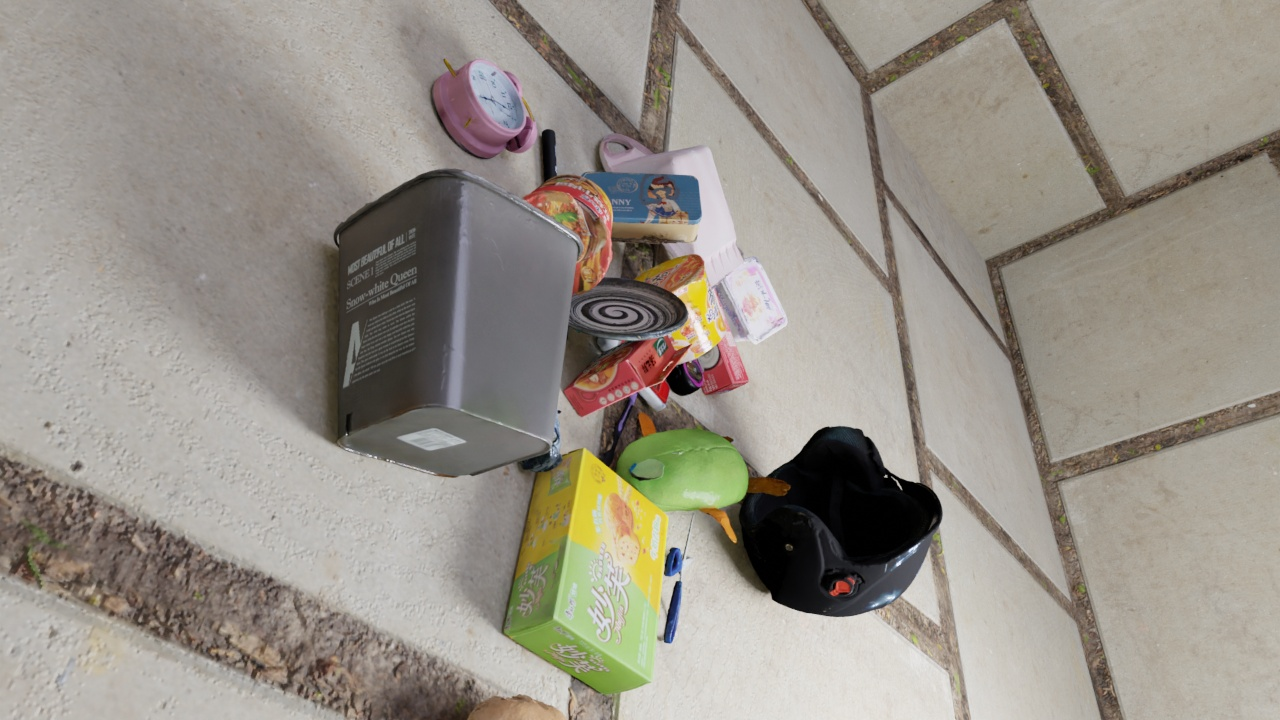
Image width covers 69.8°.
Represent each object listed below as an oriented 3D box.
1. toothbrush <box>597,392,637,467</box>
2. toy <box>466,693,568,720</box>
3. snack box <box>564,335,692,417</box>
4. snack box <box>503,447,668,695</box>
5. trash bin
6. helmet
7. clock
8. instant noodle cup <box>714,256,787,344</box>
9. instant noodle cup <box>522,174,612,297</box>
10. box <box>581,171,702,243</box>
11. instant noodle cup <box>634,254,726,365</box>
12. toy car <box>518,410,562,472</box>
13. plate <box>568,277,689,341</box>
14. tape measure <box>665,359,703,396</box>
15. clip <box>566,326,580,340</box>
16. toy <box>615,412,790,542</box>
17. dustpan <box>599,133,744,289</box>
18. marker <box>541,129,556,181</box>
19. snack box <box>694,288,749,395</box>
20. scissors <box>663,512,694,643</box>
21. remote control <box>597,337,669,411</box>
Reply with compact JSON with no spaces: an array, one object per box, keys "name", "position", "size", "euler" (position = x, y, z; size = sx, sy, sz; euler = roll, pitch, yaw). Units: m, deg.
[{"name":"toothbrush","position":[-0.026,0.082,1.171],"size":[0.014,0.017,0.188],"euler":[56,29,-20]},{"name":"toy","position":[-0.104,0.397,0.763],"size":[0.143,0.083,0.225],"euler":[33,45,-34]},{"name":"snack box","position":[-0.015,0.008,1.126],"size":[0.044,0.127,0.113],"euler":[58,31,-11]},{"name":"snack box","position":[-0.049,0.221,0.974],"size":[0.157,0.070,0.209],"euler":[43,36,-32]},{"name":"trash bin","position":[-0.176,-0.023,0.856],"size":[0.198,0.200,0.219],"euler":[26,54,-44]},{"name":"helmet","position":[0.273,0.239,1.265],"size":[0.232,0.275,0.230],"euler":[-46,135,-47]},{"name":"clock","position":[-0.188,-0.320,1.167],"size":[0.158,0.060,0.117],"euler":[-7,74,-60]},{"name":"instant noodle cup","position":[0.173,-0.096,1.551],"size":[0.138,0.060,0.173],"euler":[64,30,-1]},{"name":"instant noodle cup","position":[-0.096,-0.160,1.131],"size":[0.138,0.138,0.108],"euler":[52,24,-20]},{"name":"box","position":[-0.007,-0.214,1.284],"size":[0.184,0.059,0.089],"euler":[0,59,-9]},{"name":"instant noodle cup","position":[0.049,-0.066,1.280],"size":[0.110,0.138,0.137],"euler":[61,30,-21]},{"name":"toy car","position":[-0.114,0.063,1.007],"size":[0.036,0.054,0.120],"euler":[17,53,-47]},{"name":"plate","position":[-0.029,-0.060,1.139],"size":[0.179,0.179,0.024],"euler":[-45,145,-58]},{"name":"tape measure","position":[0.064,0.020,1.321],"size":[0.058,0.039,0.056],"euler":[54,32,-17]},{"name":"clip","position":[-0.090,-0.051,1.158],"size":[0.013,0.038,0.055],"euler":[34,36,-44]},{"name":"toy","position":[0.064,0.141,1.165],"size":[0.246,0.090,0.227],"euler":[2,35,-42]},{"name":"dustpan","position":[0.045,-0.239,1.450],"size":[0.222,0.139,0.273],"euler":[-35,113,-62]},{"name":"marker","position":[-0.126,-0.264,1.261],"size":[0.022,0.020,0.131],"euler":[7,59,-21]},{"name":"snack box","position":[0.099,-0.052,1.411],"size":[0.058,0.057,0.207],"euler":[-4,71,-55]},{"name":"scissors","position":[0.047,0.257,1.102],"size":[0.176,0.012,0.162],"euler":[59,38,-69]},{"name":"remote control","position":[-0.007,0.007,1.234],"size":[0.136,0.020,0.055],"euler":[50,30,-19]}]
